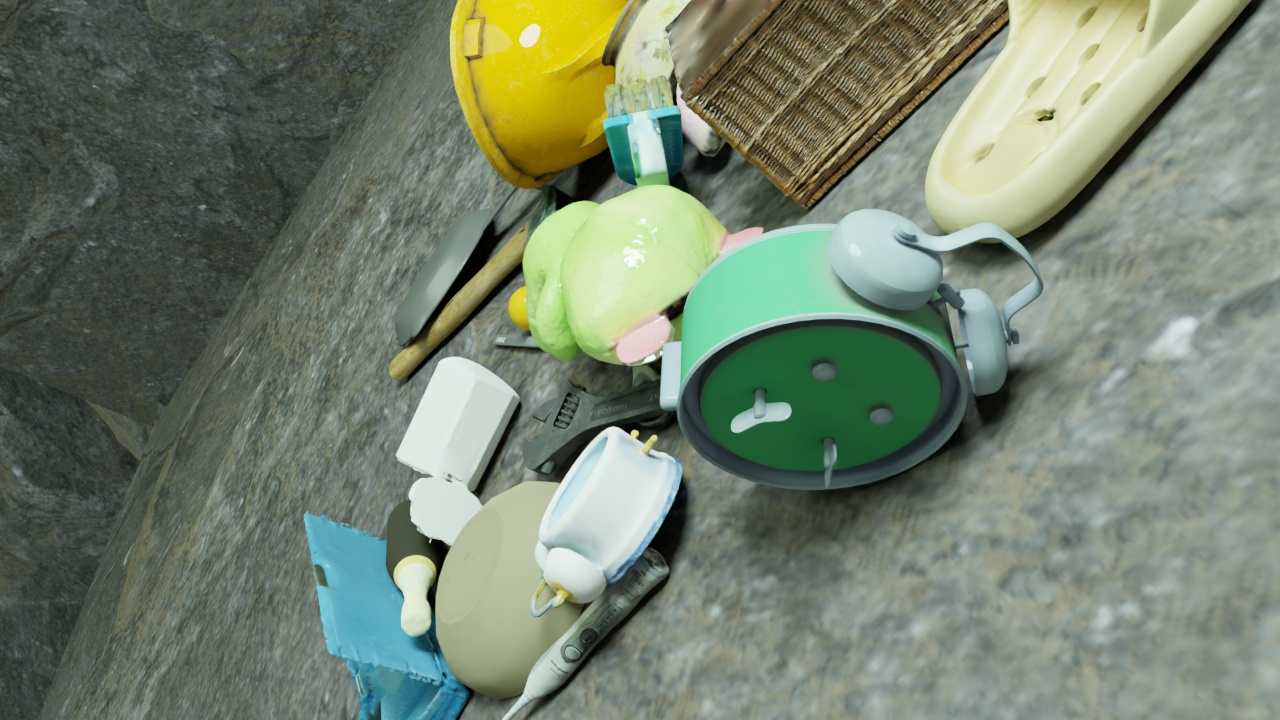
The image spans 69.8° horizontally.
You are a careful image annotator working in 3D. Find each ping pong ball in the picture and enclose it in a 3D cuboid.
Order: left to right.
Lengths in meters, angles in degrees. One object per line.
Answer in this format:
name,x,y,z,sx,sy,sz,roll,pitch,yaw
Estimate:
ping pong ball,-0.098,-0.047,0.823,0.040,0.040,0.040,-39,35,34

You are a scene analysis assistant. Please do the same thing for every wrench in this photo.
wrench,-0.003,0.029,0.601,0.274,0.018,0.073,-19,50,49

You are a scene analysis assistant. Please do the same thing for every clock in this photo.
clock,-0.026,0.098,0.542,0.125,0.052,0.089,-57,10,-9
clock,0.092,-0.004,0.398,0.162,0.122,0.075,-32,38,35

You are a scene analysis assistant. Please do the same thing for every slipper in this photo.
slipper,0.210,-0.175,0.414,0.261,0.079,0.111,-56,32,8

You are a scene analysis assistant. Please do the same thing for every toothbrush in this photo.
toothbrush,-0.102,-0.016,0.833,0.168,0.013,0.012,4,67,61
toothbrush,-0.048,0.181,0.555,0.186,0.022,0.024,-49,12,17

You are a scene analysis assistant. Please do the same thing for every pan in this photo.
pan,-0.202,-0.138,1.045,0.356,0.024,0.216,-42,24,35

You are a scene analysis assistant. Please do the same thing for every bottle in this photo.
bottle,-0.177,0.163,0.720,0.045,0.045,0.184,-58,19,4

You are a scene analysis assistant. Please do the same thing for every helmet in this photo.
helmet,-0.060,-0.285,0.860,0.131,0.205,0.254,-5,48,24

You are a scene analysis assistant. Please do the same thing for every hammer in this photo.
hammer,-0.181,-0.072,0.991,0.332,0.033,0.132,-37,37,36

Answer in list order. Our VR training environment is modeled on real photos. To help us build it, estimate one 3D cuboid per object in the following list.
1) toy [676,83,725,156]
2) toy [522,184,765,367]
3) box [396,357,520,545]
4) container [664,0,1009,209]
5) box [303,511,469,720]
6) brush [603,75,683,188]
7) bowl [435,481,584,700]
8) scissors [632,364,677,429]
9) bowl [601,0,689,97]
toy,0.053,-0.209,0.717,0.096,0.052,0.099,-127,44,-75
toy,-0.015,-0.063,0.626,0.150,0.107,0.197,-47,17,-22
box,-0.150,0.076,0.758,0.136,0.084,0.147,17,80,55
container,0.117,-0.210,0.555,0.199,0.112,0.113,-42,33,27
box,-0.224,0.213,0.712,0.094,0.112,0.231,-58,29,1
brush,0.006,-0.155,0.706,0.136,0.055,0.075,64,-163,-81
bowl,-0.097,0.149,0.631,0.153,0.050,0.152,-39,35,34
scissors,0.007,-0.012,0.654,0.151,0.012,0.164,-43,31,28
bowl,0.012,-0.263,0.764,0.145,0.063,0.145,-60,2,3
